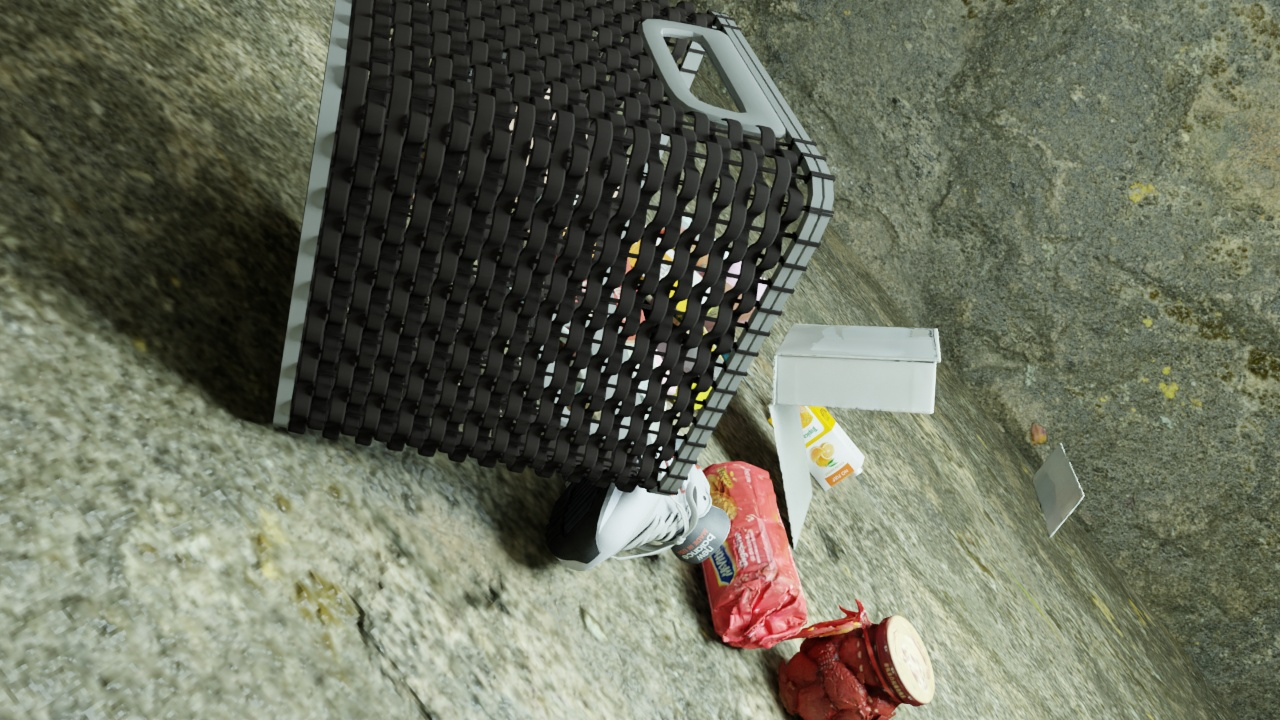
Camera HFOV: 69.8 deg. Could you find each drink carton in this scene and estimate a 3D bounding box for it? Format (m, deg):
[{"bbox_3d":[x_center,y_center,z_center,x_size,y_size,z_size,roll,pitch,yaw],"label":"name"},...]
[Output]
[{"bbox_3d":[0.022,-0.089,0.940,0.122,0.041,0.058,43,-5,4],"label":"drink carton"},{"bbox_3d":[0.226,0.102,1.169,0.122,0.059,0.040,51,22,3],"label":"drink carton"}]

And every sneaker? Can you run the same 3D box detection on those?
[{"bbox_3d":[0.012,0.109,0.702,0.124,0.089,0.239,43,19,-10],"label":"sneaker"}]

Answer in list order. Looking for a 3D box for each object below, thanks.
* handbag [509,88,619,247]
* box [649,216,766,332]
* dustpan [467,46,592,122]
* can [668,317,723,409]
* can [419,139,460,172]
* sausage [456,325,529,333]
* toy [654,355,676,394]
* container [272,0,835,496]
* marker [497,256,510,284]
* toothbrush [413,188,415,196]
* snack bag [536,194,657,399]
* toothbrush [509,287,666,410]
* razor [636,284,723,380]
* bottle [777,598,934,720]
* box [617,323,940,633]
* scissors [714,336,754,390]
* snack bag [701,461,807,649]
[{"bbox_3d":[-0.083,-0.175,0.942,0.198,0.117,0.187,38,24,-27],"label":"handbag"},{"bbox_3d":[0.050,-0.088,1.011,0.153,0.041,0.202,34,-18,-17],"label":"box"},{"bbox_3d":[-0.101,-0.262,1.039,0.163,0.033,0.257,15,-15,19],"label":"dustpan"},{"bbox_3d":[0.048,-0.006,0.988,0.067,0.068,0.105,21,35,-51],"label":"can"},{"bbox_3d":[-0.182,-0.201,0.843,0.067,0.067,0.121,20,29,-51],"label":"can"},{"bbox_3d":[-0.115,-0.031,0.778,0.020,0.020,0.155,52,22,6],"label":"sausage"},{"bbox_3d":[-0.005,0.005,0.875,0.096,0.053,0.099,33,5,42],"label":"toy"},{"bbox_3d":[-0.076,-0.089,0.564,0.243,0.246,0.247,8,39,-21],"label":"container"},{"bbox_3d":[-0.135,-0.120,0.851,0.022,0.016,0.138,58,17,-72],"label":"marker"},{"bbox_3d":[-0.193,-0.141,0.815,0.135,0.017,0.021,51,18,8],"label":"toothbrush"},{"bbox_3d":[-0.044,-0.066,0.848,0.077,0.041,0.225,-5,59,-16],"label":"snack bag"},{"bbox_3d":[-0.051,-0.011,0.759,0.187,0.012,0.017,36,19,27],"label":"toothbrush"},{"bbox_3d":[0.023,-0.023,0.936,0.156,0.060,0.057,43,47,22],"label":"razor"},{"bbox_3d":[0.170,0.251,0.751,0.099,0.111,0.098,35,38,-34],"label":"bottle"},{"bbox_3d":[0.145,0.113,1.037,0.165,0.447,0.166,41,21,5],"label":"box"},{"bbox_3d":[0.096,-0.019,1.170,0.148,0.019,0.117,54,21,6],"label":"scissors"},{"bbox_3d":[0.091,0.161,0.781,0.082,0.082,0.176,37,25,-30],"label":"snack bag"}]
